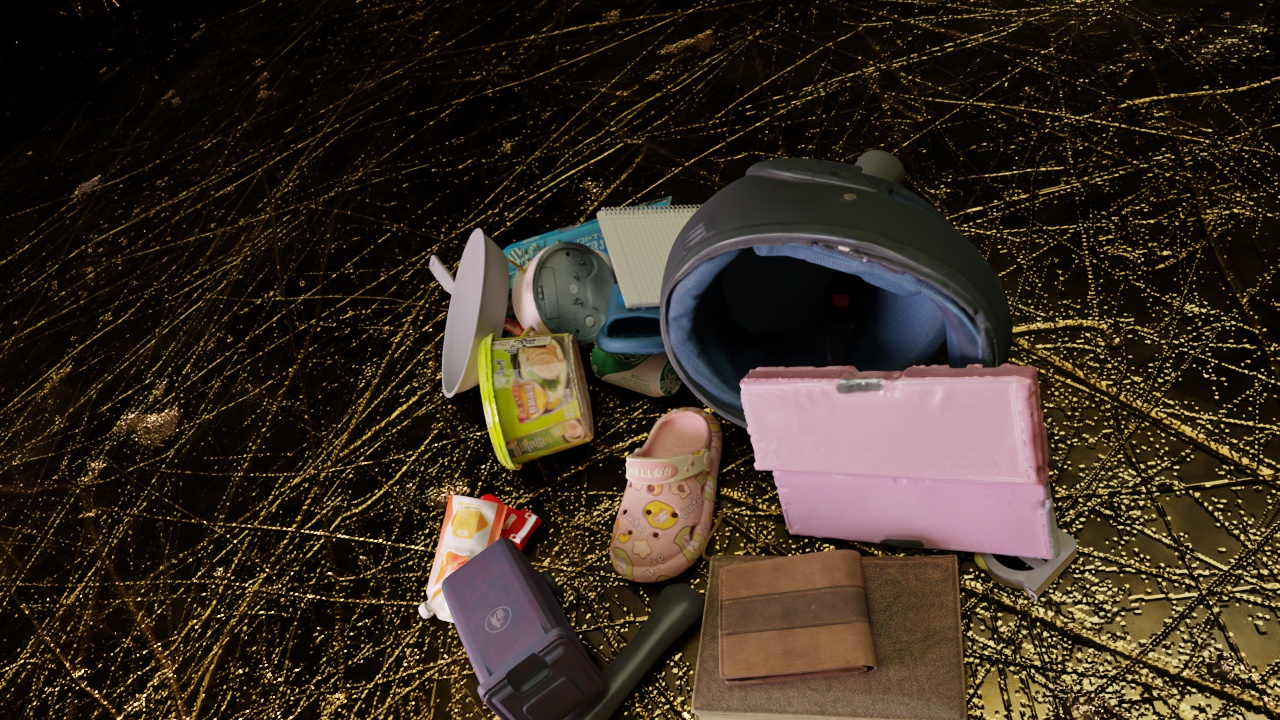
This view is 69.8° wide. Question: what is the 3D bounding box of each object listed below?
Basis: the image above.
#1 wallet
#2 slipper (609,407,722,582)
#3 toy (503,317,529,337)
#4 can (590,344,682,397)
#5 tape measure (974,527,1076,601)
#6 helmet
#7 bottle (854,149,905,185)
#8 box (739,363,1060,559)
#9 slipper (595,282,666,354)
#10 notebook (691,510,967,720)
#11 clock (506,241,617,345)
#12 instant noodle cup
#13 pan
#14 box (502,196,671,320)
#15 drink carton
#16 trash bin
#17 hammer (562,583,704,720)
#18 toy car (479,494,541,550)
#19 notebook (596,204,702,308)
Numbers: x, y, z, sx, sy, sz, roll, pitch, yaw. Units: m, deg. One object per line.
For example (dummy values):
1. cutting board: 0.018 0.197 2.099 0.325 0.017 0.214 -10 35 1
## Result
1. wallet: 0.122 0.204 0.732 0.121 0.027 0.098 -11 47 16
2. slipper: 0.025 0.113 0.874 0.093 0.081 0.196 2 49 25
3. toy: -0.119 -0.042 1.104 0.102 0.065 0.050 -20 77 3
4. can: -0.006 0.006 1.003 0.101 0.053 0.053 16 59 36
5. tape measure: 0.311 0.156 0.744 0.064 0.017 0.065 -40 46 -13
6. helmet: 0.182 -0.060 0.844 0.317 0.249 0.235 7 26 27
7. bottle: 0.256 -0.188 1.051 0.060 0.060 0.108 17 59 35
8. box: 0.202 0.086 0.732 0.233 0.179 0.039 -3 26 34
9. slipper: 0.014 -0.059 1.006 0.104 0.059 0.213 4 26 10
10. notebook: 0.152 0.210 0.757 0.216 0.034 0.189 -5 48 21
11. clock: -0.074 -0.073 1.051 0.157 0.117 0.059 -7 -3 -40
12. instant noodle cup: -0.107 0.037 0.967 0.098 0.146 0.146 -10 46 1
13. pan: -0.223 -0.080 1.150 0.050 0.201 0.356 10 16 -21
14. box: -0.075 -0.149 1.166 0.244 0.071 0.170 -15 45 12
15. drink carton: -0.176 0.199 0.910 0.069 0.039 0.122 6 76 22
16. trash bin: -0.104 0.239 0.792 0.093 0.092 0.161 -36 34 -8
17. hammer: -0.053 0.312 0.766 0.310 0.029 0.125 -45 46 -18
18. toy car: -0.142 0.165 0.943 0.090 0.025 0.038 16 59 35
19. notebook: 0.086 -0.124 1.036 0.245 0.013 0.177 -4 43 -13
